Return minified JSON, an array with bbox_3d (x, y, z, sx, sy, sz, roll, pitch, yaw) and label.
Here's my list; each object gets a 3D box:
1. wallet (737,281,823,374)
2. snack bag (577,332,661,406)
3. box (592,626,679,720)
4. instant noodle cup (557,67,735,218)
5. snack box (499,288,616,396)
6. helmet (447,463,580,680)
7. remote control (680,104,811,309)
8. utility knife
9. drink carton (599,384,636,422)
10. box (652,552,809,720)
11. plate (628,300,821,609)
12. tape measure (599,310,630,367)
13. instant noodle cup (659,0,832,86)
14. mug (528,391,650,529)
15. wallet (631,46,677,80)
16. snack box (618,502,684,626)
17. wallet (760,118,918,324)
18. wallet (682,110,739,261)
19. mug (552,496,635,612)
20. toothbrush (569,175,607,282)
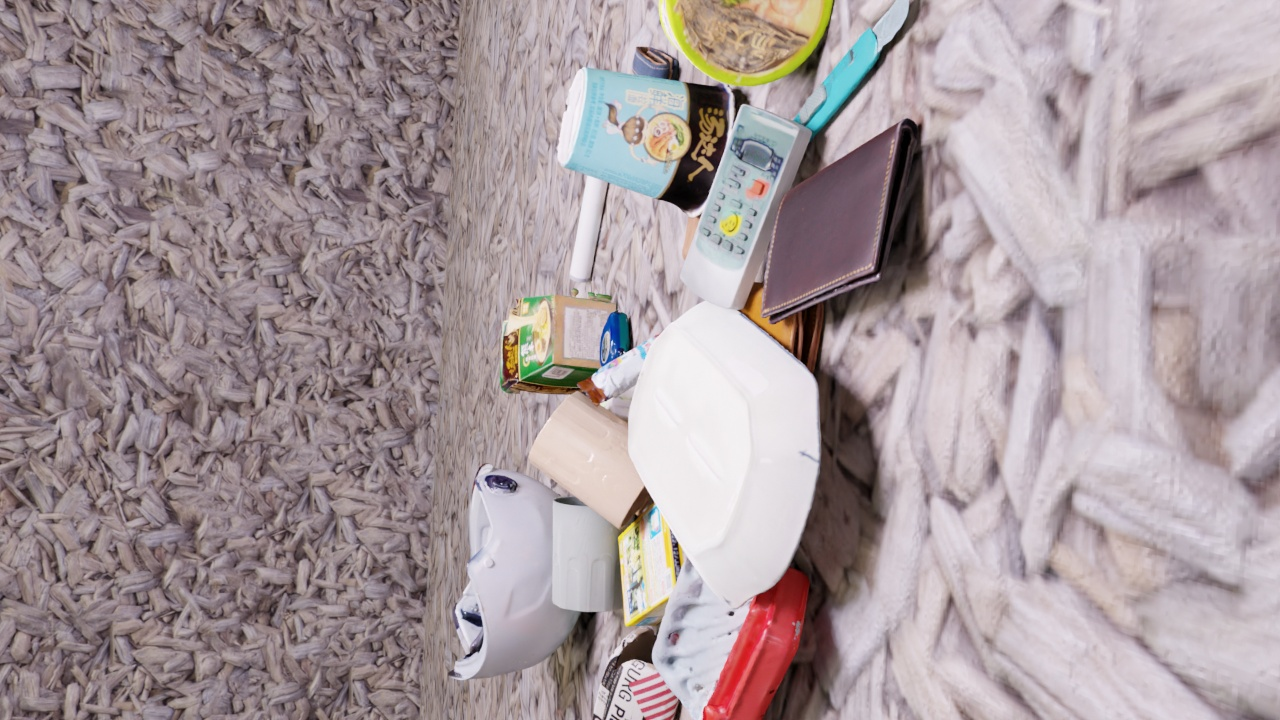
[{"bbox_3d":[0.082,0.005,0.651,0.131,0.035,0.119,-156,77,-70],"label":"wallet"},{"bbox_3d":[-0.005,0.005,0.826,0.045,0.105,0.026,48,168,50],"label":"snack bag"},{"bbox_3d":[-0.002,0.329,0.833,0.086,0.075,0.162,30,117,35],"label":"box"},{"bbox_3d":[0.000,-0.180,0.736,0.111,0.120,0.111,-171,91,-74],"label":"instant noodle cup"},{"bbox_3d":[-0.086,-0.020,1.042,0.106,0.118,0.117,-17,70,60],"label":"snack box"},{"bbox_3d":[-0.138,0.245,1.084,0.258,0.146,0.229,-104,25,-62],"label":"helmet"},{"bbox_3d":[0.070,-0.104,0.633,0.056,0.019,0.135,37,117,38],"label":"remote control"},{"bbox_3d":[0.120,-0.170,0.589,0.185,0.013,0.029,133,134,-62],"label":"utility knife"},{"bbox_3d":[-0.023,0.063,0.913,0.123,0.053,0.045,123,146,-55],"label":"drink carton"},{"bbox_3d":[0.059,0.204,0.643,0.157,0.069,0.202,-104,24,-54],"label":"box"},{"bbox_3d":[0.042,0.050,0.625,0.265,0.034,0.162,-126,51,-65],"label":"plate"},{"bbox_3d":[-0.026,-0.017,0.982,0.055,0.025,0.058,120,152,-57],"label":"tape measure"},{"bbox_3d":[0.061,-0.254,0.648,0.123,0.111,0.112,-117,34,-70],"label":"instant noodle cup"},{"bbox_3d":[-0.036,0.095,0.843,0.084,0.103,0.125,-53,-11,-16],"label":"mug"},{"bbox_3d":[0.005,-0.249,0.919,0.090,0.033,0.115,-114,31,-59],"label":"wallet"},{"bbox_3d":[0.016,0.179,0.812,0.141,0.033,0.086,127,142,-56],"label":"snack box"},{"bbox_3d":[0.113,-0.078,0.544,0.122,0.020,0.096,156,130,-67],"label":"wallet"},{"bbox_3d":[0.063,-0.139,0.747,0.101,0.020,0.115,-168,85,-72],"label":"wallet"},{"bbox_3d":[-0.044,0.192,0.939,0.124,0.084,0.103,13,-102,-82],"label":"mug"},{"bbox_3d":[-0.055,-0.198,1.093,0.026,0.027,0.221,-49,-26,-61],"label":"toothbrush"}]
